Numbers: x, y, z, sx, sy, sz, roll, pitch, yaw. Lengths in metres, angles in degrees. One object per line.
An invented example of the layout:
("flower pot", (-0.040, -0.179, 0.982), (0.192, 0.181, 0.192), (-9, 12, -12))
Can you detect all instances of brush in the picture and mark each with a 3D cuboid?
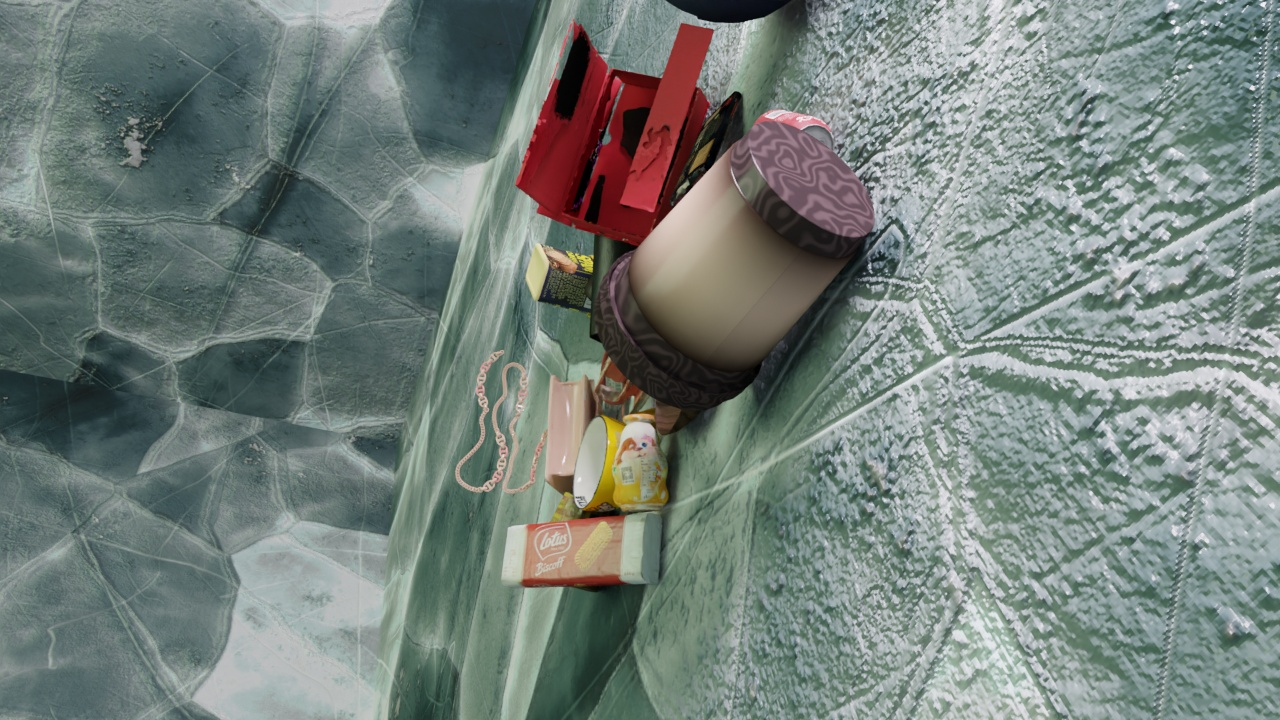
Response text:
("brush", (-0.035, -0.007, 1.272), (0.030, 0.041, 0.172), (100, 171, -57))

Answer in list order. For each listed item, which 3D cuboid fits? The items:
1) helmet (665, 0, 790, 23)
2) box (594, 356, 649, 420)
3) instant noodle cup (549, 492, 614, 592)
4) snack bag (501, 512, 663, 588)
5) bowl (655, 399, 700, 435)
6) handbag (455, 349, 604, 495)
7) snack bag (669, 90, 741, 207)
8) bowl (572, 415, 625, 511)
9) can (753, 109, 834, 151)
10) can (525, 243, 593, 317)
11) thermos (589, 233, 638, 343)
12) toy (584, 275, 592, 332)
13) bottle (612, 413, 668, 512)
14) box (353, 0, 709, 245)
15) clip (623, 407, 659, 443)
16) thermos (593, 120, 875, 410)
("helmet", (0.088, -0.481, 0.952), (0.223, 0.232, 0.272), (46, -154, -69))
("box", (-0.007, 0.005, 1.068), (0.078, 0.054, 0.188), (57, 147, 20))
("instant noodle cup", (-0.085, 0.230, 1.176), (0.102, 0.102, 0.108), (-7, 62, 70))
("snack bag", (-0.072, 0.224, 1.073), (0.226, 0.041, 0.077), (-12, 64, 35))
("bowl", (0.051, 0.027, 1.005), (0.119, 0.032, 0.119), (-168, 91, -77))
("handbag", (-0.139, 0.098, 1.263), (0.117, 0.187, 0.198), (66, -157, -65))
("snack bag", (0.076, -0.249, 1.074), (0.075, 0.018, 0.154), (-39, 24, 51))
("bowl", (-0.032, 0.130, 1.123), (0.117, 0.067, 0.117), (-167, 91, -71))
("can", (0.145, -0.208, 0.875), (0.096, 0.054, 0.054), (-126, 52, -65))
("can", (-0.121, -0.132, 1.485), (0.135, 0.104, 0.075), (-121, 48, -64))
("thermos", (-0.026, -0.134, 1.245), (0.098, 0.098, 0.220), (158, 120, -67))
("toy", (-0.057, -0.087, 1.358), (0.076, 0.063, 0.100), (-28, -45, -64))
("bottle", (0.000, 0.116, 1.034), (0.063, 0.063, 0.109), (150, 122, -64))
("box", (-0.130, -0.303, 1.172), (0.107, 0.409, 0.211), (-172, 102, -85))
("clip", (0.008, 0.078, 1.089), (0.049, 0.054, 0.045), (89, 162, -63))
("thermos", (0.083, -0.083, 0.812), (0.227, 0.172, 0.172), (-49, 33, 41))
